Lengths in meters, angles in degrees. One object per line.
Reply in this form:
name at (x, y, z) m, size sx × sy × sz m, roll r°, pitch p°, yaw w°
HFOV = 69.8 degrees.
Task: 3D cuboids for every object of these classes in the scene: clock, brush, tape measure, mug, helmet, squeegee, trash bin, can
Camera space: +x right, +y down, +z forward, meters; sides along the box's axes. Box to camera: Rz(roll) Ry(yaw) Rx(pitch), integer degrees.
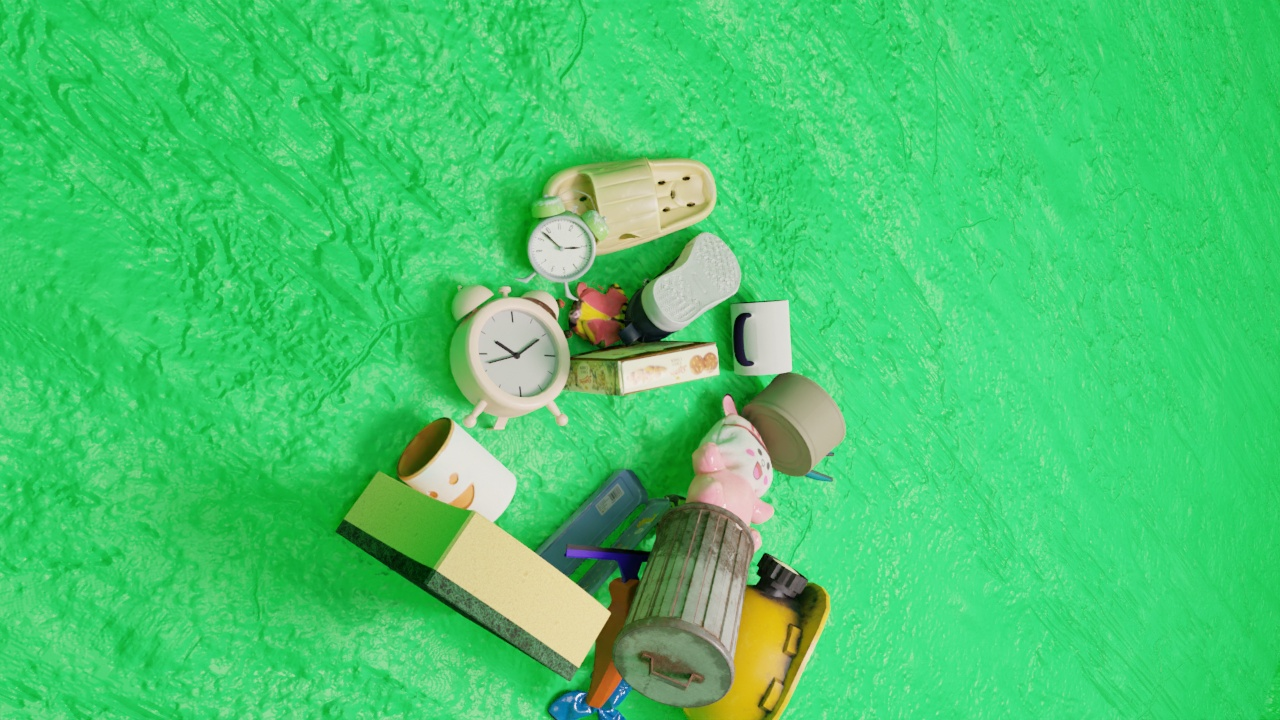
clock at (-0.091, -0.141, 1.071) m, size 0.094 × 0.042 × 0.119 m, roll 20°, pitch 106°, yaw -15°
brush at (-0.172, 0.212, 0.924) m, size 0.195 × 0.251 × 0.075 m, roll 45°, pitch 67°, yaw -32°
tape measure at (0.048, 0.206, 1.191) m, size 0.035 × 0.065 × 0.059 m, roll 21°, pitch 103°, yaw -33°
mug at (-0.200, 0.125, 1.004) m, size 0.105 × 0.082 × 0.082 m, roll 46°, pitch 67°, yaw -28°
mug at (0.156, -0.030, 1.241) m, size 0.111 × 0.079 × 0.097 m, roll -11°, pitch 98°, yaw -56°
clock at (-0.153, -0.003, 1.046) m, size 0.130 × 0.086 × 0.160 m, roll 1°, pitch 82°, yaw -36°
helmet at (0.117, 0.370, 1.183) m, size 0.131 × 0.205 × 0.255 m, roll 32°, pitch 89°, yaw -7°
squeegee at (-0.028, 0.317, 1.081) m, size 0.249 × 0.055 × 0.184 m, roll 22°, pitch 85°, yaw -55°
trash bin at (0.053, 0.274, 1.029) m, size 0.131 × 0.131 × 0.210 m, roll 58°, pitch 29°, yaw -22°
can at (0.207, 0.089, 1.259) m, size 0.073 × 0.128 × 0.128 m, roll -39°, pitch 112°, yaw -28°

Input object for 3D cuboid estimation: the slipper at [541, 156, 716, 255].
slipper at (0.005, -0.197, 1.140) m, size 0.260 × 0.079 × 0.111 m, roll -17°, pitch 104°, yaw -33°

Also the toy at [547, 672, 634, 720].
toy at (-0.020, 0.403, 1.152) m, size 0.113 × 0.071 × 0.176 m, roll 47°, pitch 66°, yaw -15°

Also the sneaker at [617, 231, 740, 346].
sneaker at (0.051, -0.087, 1.173) m, size 0.089 × 0.088 × 0.234 m, roll 52°, pitch 40°, yaw -3°

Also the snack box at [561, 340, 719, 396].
snack box at (-0.006, 0.006, 1.096) m, size 0.142 × 0.147 × 0.041 m, roll -12°, pitch 99°, yaw -35°

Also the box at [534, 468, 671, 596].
box at (-0.051, 0.225, 1.116) m, size 0.209 × 0.079 × 0.072 m, roll -43°, pitch 117°, yaw -26°

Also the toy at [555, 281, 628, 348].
toy at (-0.051, -0.058, 1.128) m, size 0.103 × 0.046 × 0.084 m, roll -19°, pitch 89°, yaw -38°

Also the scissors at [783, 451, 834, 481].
scissors at (0.232, 0.149, 1.342) m, size 0.130 × 0.019 × 0.149 m, roll -38°, pitch 103°, yaw -32°

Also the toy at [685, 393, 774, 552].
toy at (0.116, 0.150, 1.191) m, size 0.142 × 0.084 × 0.212 m, roll 53°, pitch 33°, yaw -20°
